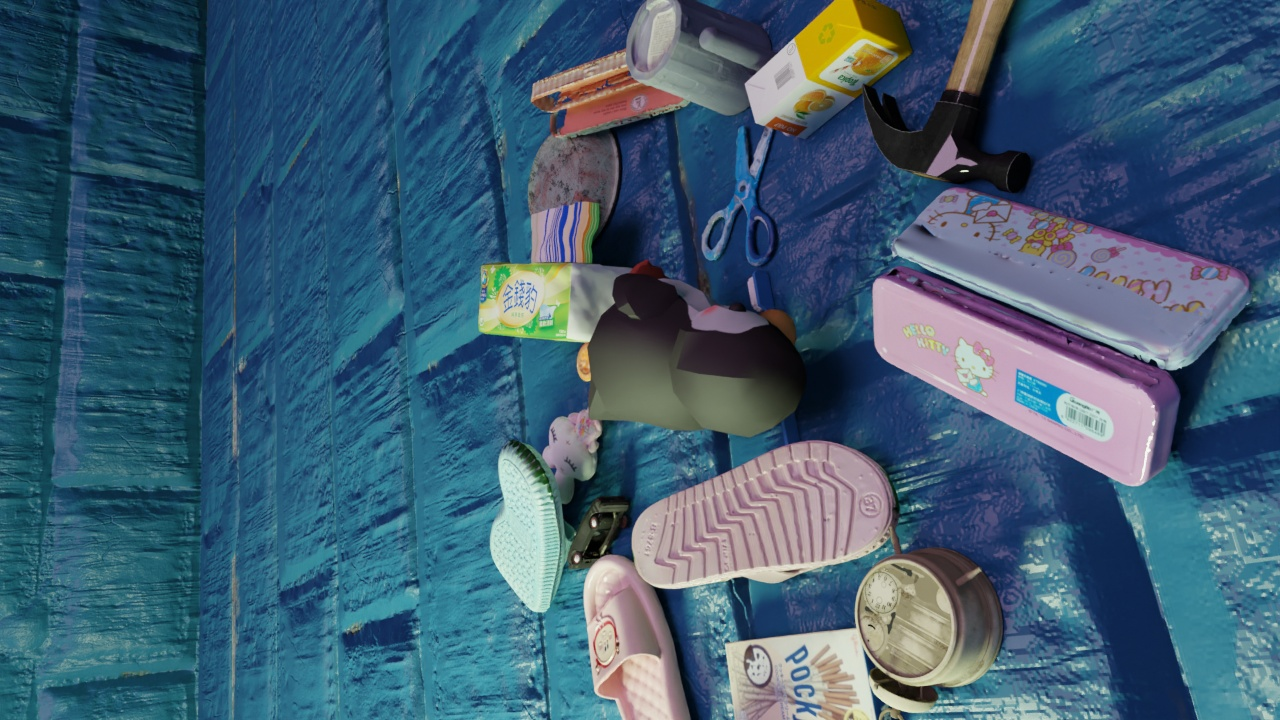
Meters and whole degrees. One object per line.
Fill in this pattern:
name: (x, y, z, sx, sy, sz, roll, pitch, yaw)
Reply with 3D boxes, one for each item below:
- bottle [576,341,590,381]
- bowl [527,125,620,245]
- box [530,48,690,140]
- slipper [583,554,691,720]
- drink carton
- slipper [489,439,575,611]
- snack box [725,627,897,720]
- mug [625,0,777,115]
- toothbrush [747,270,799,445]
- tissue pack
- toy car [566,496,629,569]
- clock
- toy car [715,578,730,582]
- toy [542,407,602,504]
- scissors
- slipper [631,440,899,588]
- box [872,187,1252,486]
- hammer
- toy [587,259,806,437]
bottle: (-0.005, 0.005, 0.849, 0.063, 0.108, 0.063, -11, 76, 52)
bowl: (-0.083, -0.200, 1.036, 0.158, 0.038, 0.157, -10, 78, 52)
box: (-0.035, -0.274, 0.937, 0.187, 0.054, 0.076, -5, 113, 39)
slipper: (-0.009, 0.292, 0.862, 0.107, 0.055, 0.221, -51, 49, 39)
drink carton: (0.143, -0.228, 0.724, 0.123, 0.058, 0.040, -35, 59, 45)
slipper: (-0.108, 0.175, 0.976, 0.116, 0.069, 0.277, 50, 148, 30)
snack box: (0.128, 0.253, 0.709, 0.150, 0.026, 0.082, -28, 63, 49)
mug: (0.062, -0.267, 0.800, 0.124, 0.103, 0.084, 29, 107, 51)
toothbrush: (0.113, 0.003, 0.771, 0.014, 0.016, 0.166, -29, 64, 50)
tissue pack: (-0.081, -0.093, 0.962, 0.198, 0.120, 0.141, 6, 93, 46)
toy car: (-0.045, 0.174, 0.934, 0.037, 0.040, 0.092, 53, 128, 43)
clock: (0.184, 0.191, 0.621, 0.093, 0.054, 0.141, 22, 101, 52)
toy car: (0.042, 0.176, 0.822, 0.113, 0.040, 0.048, -21, 70, 49)
toy: (-0.074, 0.097, 0.986, 0.126, 0.037, 0.076, -55, 53, 43)
scissors: (0.100, -0.144, 0.813, 0.113, 0.013, 0.141, 42, 117, 48)
slipper: (0.099, 0.129, 0.734, 0.240, 0.064, 0.094, -23, 63, 35)
box: (0.241, -0.028, 0.573, 0.214, 0.062, 0.140, 35, 110, 49)
hammer: (0.244, -0.275, 0.620, 0.132, 0.040, 0.306, 29, 108, 47)
toy: (0.046, 0.010, 0.731, 0.140, 0.159, 0.184, -51, 33, -17)
